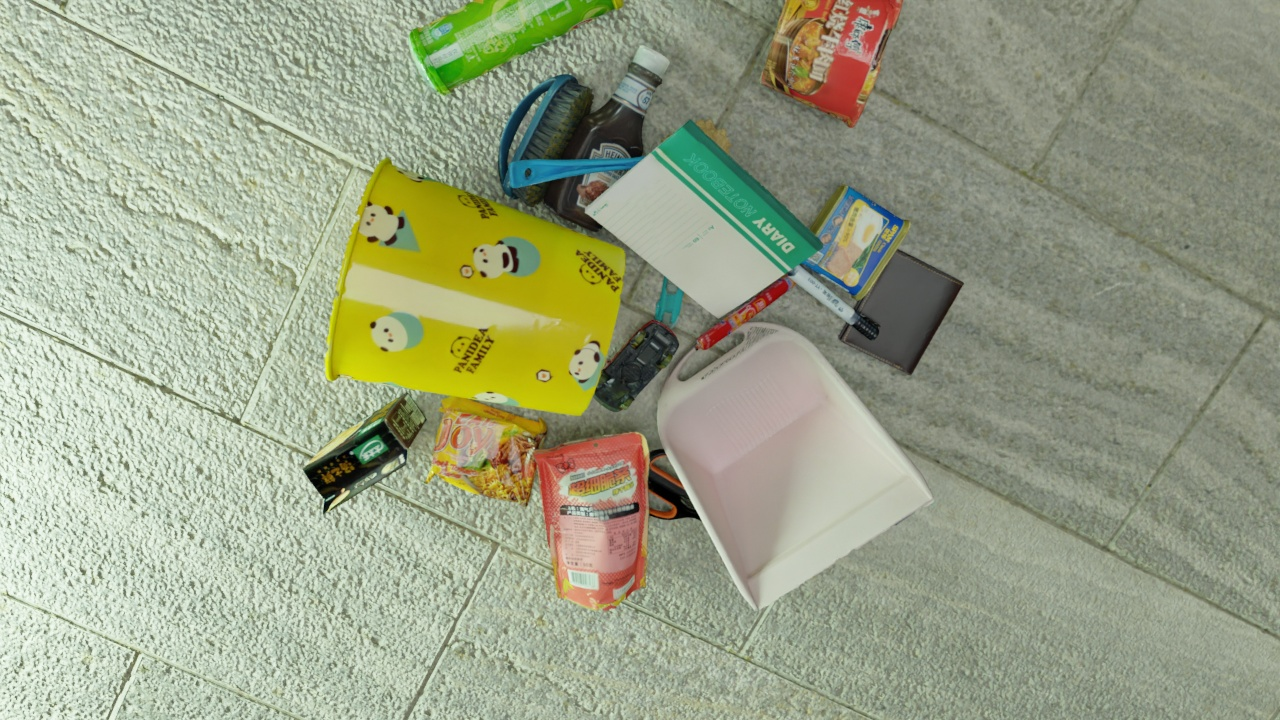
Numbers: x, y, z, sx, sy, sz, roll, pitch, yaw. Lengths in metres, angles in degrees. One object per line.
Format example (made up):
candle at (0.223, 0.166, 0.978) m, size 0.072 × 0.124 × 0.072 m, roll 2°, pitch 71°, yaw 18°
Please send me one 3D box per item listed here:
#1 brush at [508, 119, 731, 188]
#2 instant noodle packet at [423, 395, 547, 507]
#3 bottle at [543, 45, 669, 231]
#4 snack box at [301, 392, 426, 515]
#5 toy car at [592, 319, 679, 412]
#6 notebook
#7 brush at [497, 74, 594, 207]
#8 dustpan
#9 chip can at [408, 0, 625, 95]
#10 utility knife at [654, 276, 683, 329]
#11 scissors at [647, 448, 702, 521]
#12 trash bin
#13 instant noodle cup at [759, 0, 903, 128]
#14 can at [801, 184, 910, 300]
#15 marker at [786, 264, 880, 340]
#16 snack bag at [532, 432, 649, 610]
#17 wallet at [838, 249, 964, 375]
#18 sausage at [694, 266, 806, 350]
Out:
brush at (-0.013, -0.202, 0.948) m, size 0.254 × 0.046 × 0.083 m, roll -9°, pitch 116°, yaw -22°
instant noodle packet at (-0.180, 0.106, 1.063) m, size 0.128 × 0.044 × 0.111 m, roll 15°, pitch 99°, yaw -4°
bottle at (-0.030, -0.235, 0.969) m, size 0.079 × 0.044 × 0.195 m, roll 18°, pitch 106°, yaw -44°
snack box at (-0.303, 0.099, 1.016) m, size 0.113 × 0.125 × 0.053 m, roll -31°, pitch 102°, yaw 6°
toy car at (-0.006, 0.006, 1.040) m, size 0.053 × 0.045 × 0.121 m, roll 40°, pitch 108°, yaw -9°
notebook at (0.068, -0.139, 0.957) m, size 0.209 × 0.012 × 0.151 m, roll 36°, pitch 126°, yaw -29°
brush at (-0.109, -0.239, 0.976) m, size 0.073 × 0.055 × 0.144 m, roll 32°, pitch 102°, yaw 16°
dustpan at (0.135, 0.091, 0.985) m, size 0.222 × 0.273 × 0.139 m, roll -36°, pitch 127°, yaw 4°
chip can at (-0.128, -0.348, 0.937) m, size 0.221 × 0.072 × 0.072 m, roll -25°, pitch 103°, yaw 4°
utility knife at (0.041, -0.110, 1.028) m, size 0.029 × 0.013 × 0.171 m, roll 9°, pitch 103°, yaw -3°
scissors at (0.077, 0.194, 1.099) m, size 0.125 × 0.021 × 0.235 m, roll -35°, pitch 109°, yaw 8°
trash bin at (-0.162, -0.061, 0.938) m, size 0.255 × 0.229 × 0.230 m, roll 14°, pitch 103°, yaw -10°
instant noodle cup at (0.188, -0.317, 0.926) m, size 0.108 × 0.137 × 0.138 m, roll 19°, pitch 103°, yaw 4°
can at (0.230, -0.131, 1.006) m, size 0.083 × 0.057 × 0.102 m, roll 31°, pitch 101°, yaw -6°
marker at (0.215, -0.067, 1.024) m, size 0.130 × 0.018 × 0.022 m, roll 37°, pitch 79°, yaw -12°
snack bag at (-0.050, 0.182, 1.049) m, size 0.128 × 0.073 × 0.208 m, roll -6°, pitch 112°, yaw -5°
wallet at (0.296, -0.056, 1.045) m, size 0.096 × 0.020 × 0.122 m, roll 26°, pitch 103°, yaw -2°
sausage at (0.123, -0.058, 1.027) m, size 0.156 × 0.020 × 0.020 m, roll -36°, pitch 102°, yaw -4°
